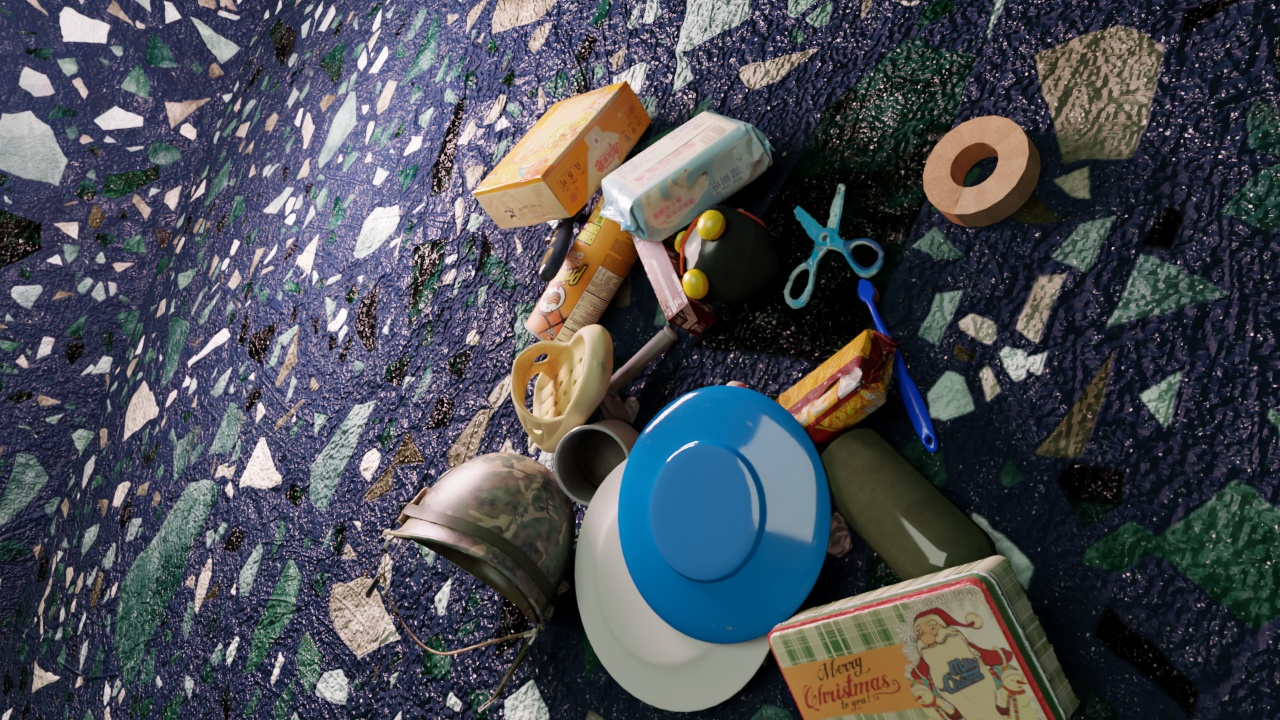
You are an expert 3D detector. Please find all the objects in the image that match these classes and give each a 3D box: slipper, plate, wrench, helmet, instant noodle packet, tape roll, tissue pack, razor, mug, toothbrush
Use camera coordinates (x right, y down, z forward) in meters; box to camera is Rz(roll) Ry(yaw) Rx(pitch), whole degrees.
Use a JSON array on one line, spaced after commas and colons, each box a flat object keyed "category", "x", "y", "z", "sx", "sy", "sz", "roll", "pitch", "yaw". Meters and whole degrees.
[{"category": "slipper", "x": -0.100, "y": 0.032, "z": 1.002, "sx": 0.262, "sy": 0.079, "sz": 0.111, "roll": 140, "pitch": 132, "yaw": -62}, {"category": "plate", "x": 0.060, "y": 0.132, "z": 0.802, "sx": 0.225, "sy": 0.024, "sz": 0.224, "roll": -9, "pitch": 76, "yaw": 38}, {"category": "wrench", "x": -0.095, "y": -0.142, "z": 1.095, "sx": 0.073, "sy": 0.022, "sz": 0.273, "roll": -47, "pitch": 14, "yaw": 16}, {"category": "helmet", "x": -0.172, "y": 0.215, "z": 0.971, "sx": 0.235, "sy": 0.192, "sz": 0.225, "roll": -60, "pitch": 8, "yaw": -33}, {"category": "instant noodle packet", "x": 0.165, "y": 0.033, "z": 0.802, "sx": 0.136, "sy": 0.039, "sz": 0.098, "roll": -43, "pitch": 14, "yaw": 34}, {"category": "tape roll", "x": 0.298, "y": -0.165, "z": 0.804, "sx": 0.094, "sy": 0.027, "sz": 0.093, "roll": -21, "pitch": 58, "yaw": 37}, {"category": "plate", "x": 0.023, "y": 0.199, "z": 0.850, "sx": 0.243, "sy": 0.016, "sz": 0.242, "roll": -8, "pitch": 78, "yaw": 39}, {"category": "tissue pack", "x": 0.043, "y": -0.195, "z": 0.987, "sx": 0.182, "sy": 0.070, "sz": 0.112, "roll": -35, "pitch": 32, "yaw": -3}, {"category": "razor", "x": -0.006, "y": 0.006, "z": 1.021, "sx": 0.116, "sy": 0.047, "sz": 0.088, "roll": -42, "pitch": 47, "yaw": 13}, {"category": "mug", "x": -0.029, "y": 0.114, "z": 0.959, "sx": 0.113, "sy": 0.070, "sz": 0.084, "roll": 37, "pitch": 104, "yaw": 11}, {"category": "toothbrush", "x": 0.227, "y": 0.001, "z": 0.811, "sx": 0.016, "sy": 0.018, "sz": 0.182, "roll": -34, "pitch": 54, "yaw": 29}]

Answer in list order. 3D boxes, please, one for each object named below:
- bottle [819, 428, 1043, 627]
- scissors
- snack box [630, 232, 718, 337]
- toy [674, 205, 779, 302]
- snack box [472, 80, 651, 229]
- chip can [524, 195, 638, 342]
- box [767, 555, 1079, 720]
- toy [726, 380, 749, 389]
[{"category": "bottle", "x": 0.221, "y": 0.138, "z": 0.710, "sx": 0.071, "sy": 0.071, "sz": 0.206, "roll": -53, "pitch": 44, "yaw": 13}, {"category": "scissors", "x": 0.191, "y": -0.112, "z": 0.900, "sx": 0.134, "sy": 0.012, "sz": 0.134, "roll": 8, "pitch": 76, "yaw": 47}, {"category": "snack box", "x": 0.036, "y": -0.094, "z": 1.013, "sx": 0.032, "sy": 0.051, "sz": 0.140, "roll": -41, "pitch": 48, "yaw": 24}, {"category": "toy", "x": 0.085, "y": -0.112, "z": 0.945, "sx": 0.119, "sy": 0.099, "sz": 0.098, "roll": -122, "pitch": 44, "yaw": -67}, {"category": "snack box", "x": -0.093, "y": -0.251, "z": 1.155, "sx": 0.145, "sy": 0.080, "sz": 0.194, "roll": 0, "pitch": 46, "yaw": 46}, {"category": "chip can", "x": -0.052, "y": -0.114, "z": 1.091, "sx": 0.215, "sy": 0.075, "sz": 0.075, "roll": -58, "pitch": 43, "yaw": 8}, {"category": "box", "x": 0.194, "y": 0.222, "z": 0.661, "sx": 0.206, "sy": 0.050, "sz": 0.117, "roll": -31, "pitch": 77, "yaw": 45}, {"category": "toy", "x": 0.071, "y": 0.090, "z": 0.891, "sx": 0.138, "sy": 0.067, "sz": 0.105, "roll": -54, "pitch": 47, "yaw": 23}]
